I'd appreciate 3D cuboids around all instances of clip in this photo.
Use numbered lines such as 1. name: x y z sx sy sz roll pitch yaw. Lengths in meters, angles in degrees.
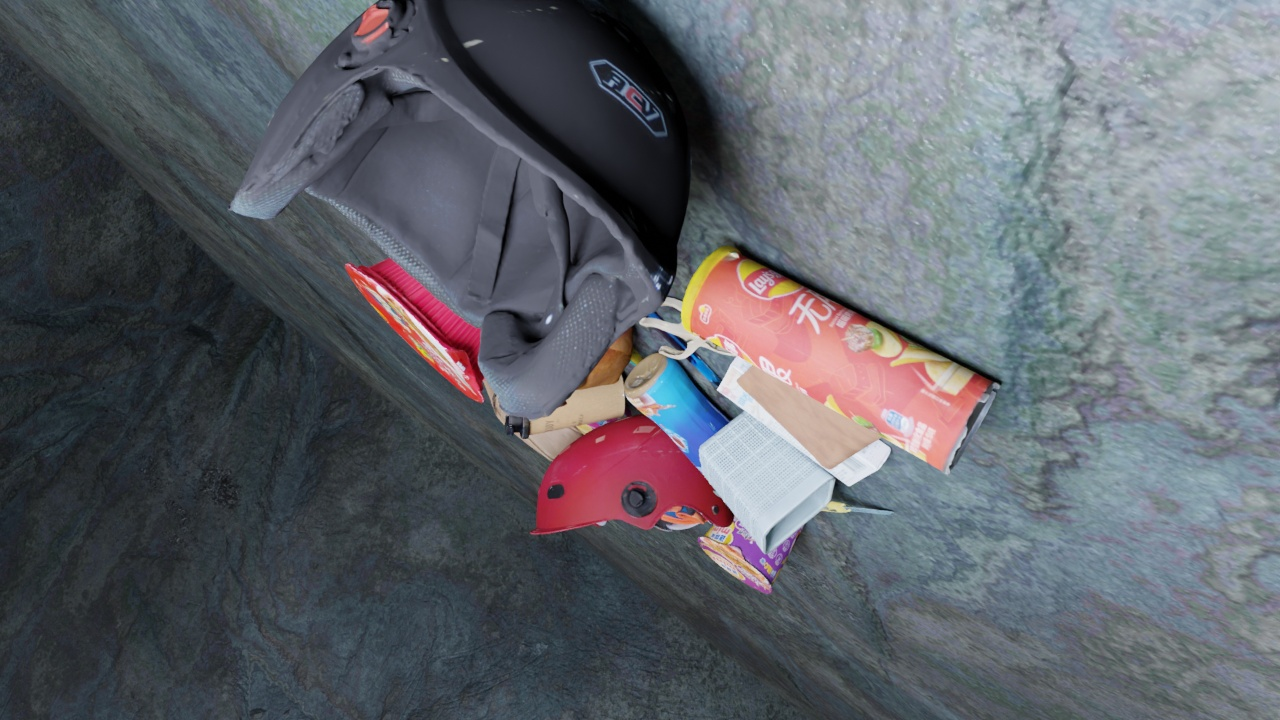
1. clip: 0.041 -0.032 0.826 0.092 0.034 0.103 44 158 -20

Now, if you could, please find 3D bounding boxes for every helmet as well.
1. helmet: -0.082 -0.114 0.546 0.233 0.229 0.275 39 156 -33
2. helmet: -0.013 0.136 1.097 0.239 0.144 0.207 0 171 -16

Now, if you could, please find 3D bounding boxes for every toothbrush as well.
1. toothbrush: 0.021 -0.032 0.901 0.189 0.014 0.016 44 163 -19

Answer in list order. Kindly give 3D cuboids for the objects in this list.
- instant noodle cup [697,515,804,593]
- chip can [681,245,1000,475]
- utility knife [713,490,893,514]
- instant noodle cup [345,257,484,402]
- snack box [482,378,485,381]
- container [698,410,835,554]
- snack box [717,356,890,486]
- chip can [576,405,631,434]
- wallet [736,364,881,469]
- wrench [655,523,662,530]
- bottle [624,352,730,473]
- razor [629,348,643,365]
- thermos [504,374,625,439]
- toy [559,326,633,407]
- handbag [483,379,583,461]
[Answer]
1. instant noodle cup: 0.143 0.216 1.133 0.111 0.099 0.112 36 163 13
2. chip can: 0.134 -0.004 0.644 0.217 0.073 0.073 31 161 23
3. utility knife: 0.170 0.149 0.967 0.197 0.020 0.031 -4 158 29
4. instant noodle cup: -0.207 -0.045 0.928 0.194 0.065 0.194 42 166 13
5. snack box: -0.209 -0.057 1.108 0.113 0.044 0.127 52 146 40
6. container: 0.122 0.115 0.916 0.111 0.090 0.090 48 169 24
7. snack box: 0.145 0.053 0.837 0.157 0.026 0.085 37 163 7
8. chip can: -0.100 0.022 1.186 0.210 0.071 0.071 48 161 -28
9. wallet: 0.144 0.033 0.758 0.115 0.020 0.101 43 146 1
10. wrench: 0.013 0.255 1.638 0.056 0.016 0.274 31 161 25
11. bottle: 0.073 0.084 0.999 0.218 0.065 0.065 46 162 -22
12. razor: -0.006 0.006 1.026 0.132 0.043 0.028 45 144 -1
13. thermos: -0.094 0.046 1.110 0.143 0.093 0.093 -3 168 -12
14. toy: -0.102 -0.027 0.991 0.130 0.140 0.200 18 -179 -33
15. handbag: -0.151 0.056 1.310 0.147 0.100 0.204 41 180 -21
